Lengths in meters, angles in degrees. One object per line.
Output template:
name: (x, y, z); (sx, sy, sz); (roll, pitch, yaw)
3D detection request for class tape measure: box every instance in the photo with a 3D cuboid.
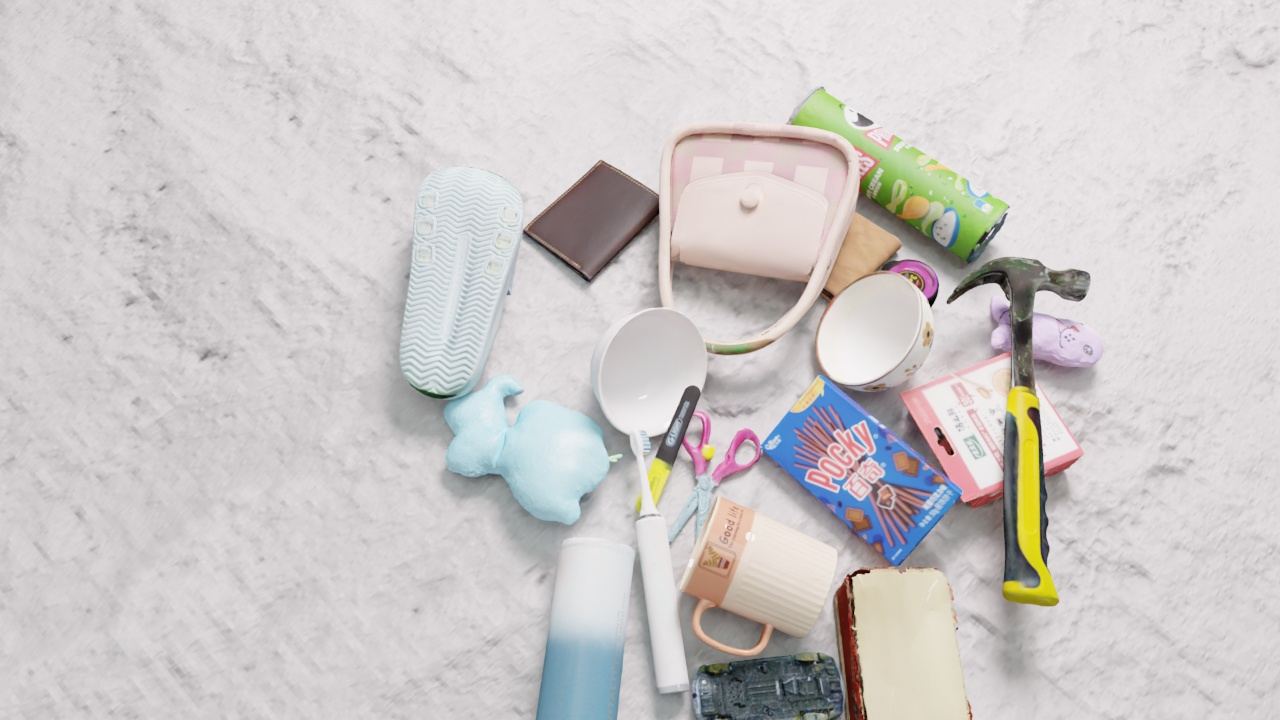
tape measure: (0.261, -0.068, 0.899); (0.058, 0.039, 0.057); (10, 63, 9)

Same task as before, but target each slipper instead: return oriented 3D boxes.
slipper: (-0.169, -0.075, 0.874); (0.104, 0.074, 0.245); (6, 68, 0)

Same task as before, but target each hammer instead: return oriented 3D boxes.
hammer: (0.328, 0.048, 0.795); (0.126, 0.032, 0.322); (10, 64, 2)

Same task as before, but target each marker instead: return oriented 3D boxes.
marker: (0.025, 0.079, 0.815); (0.018, 0.015, 0.124); (20, 79, 18)

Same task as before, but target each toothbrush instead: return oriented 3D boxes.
toothbrush: (0.012, 0.163, 0.768); (0.026, 0.027, 0.220); (12, 62, -43)

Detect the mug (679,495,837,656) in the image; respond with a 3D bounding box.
mug: (0.090, 0.182, 0.743); (0.106, 0.082, 0.114); (22, 72, 5)

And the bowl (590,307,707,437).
bowl: (-0.005, 0.005, 0.833); (0.118, 0.118, 0.065); (-41, 33, -20)

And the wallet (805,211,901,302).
wallet: (0.191, -0.119, 0.936); (0.115, 0.020, 0.101); (39, 67, 20)

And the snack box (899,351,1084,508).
snack box: (0.309, 0.065, 0.829); (0.127, 0.044, 0.113); (-19, 66, -12)

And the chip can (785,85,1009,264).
chip can: (0.261, -0.192, 0.944); (0.236, 0.072, 0.072); (38, 68, 16)

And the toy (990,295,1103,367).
toy: (0.388, -0.024, 0.880); (0.108, 0.039, 0.083); (13, 43, 7)

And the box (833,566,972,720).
box: (0.208, 0.248, 0.713); (0.091, 0.079, 0.168); (0, 63, -1)

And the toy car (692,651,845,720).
toy car: (0.101, 0.264, 0.728); (0.121, 0.037, 0.054); (-8, 64, 6)

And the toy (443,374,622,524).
toy: (-0.097, 0.076, 0.812); (0.156, 0.050, 0.161); (-10, 56, 2)

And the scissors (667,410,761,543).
scissors: (0.067, 0.112, 0.817); (0.096, 0.017, 0.137); (8, 68, -7)

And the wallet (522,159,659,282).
wallet: (-0.047, -0.147, 0.944); (0.096, 0.020, 0.122); (36, 69, 21)

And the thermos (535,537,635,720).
thermos: (-0.045, 0.251, 0.715); (0.070, 0.070, 0.220); (5, 63, 1)

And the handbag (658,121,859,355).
handbag: (0.101, -0.111, 0.885); (0.193, 0.093, 0.233); (10, 73, 18)

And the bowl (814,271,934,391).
bowl: (0.225, -0.020, 0.849); (0.062, 0.114, 0.113); (25, 56, -36)

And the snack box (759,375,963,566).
snack box: (0.189, 0.094, 0.798); (0.157, 0.026, 0.085); (41, 105, 18)
